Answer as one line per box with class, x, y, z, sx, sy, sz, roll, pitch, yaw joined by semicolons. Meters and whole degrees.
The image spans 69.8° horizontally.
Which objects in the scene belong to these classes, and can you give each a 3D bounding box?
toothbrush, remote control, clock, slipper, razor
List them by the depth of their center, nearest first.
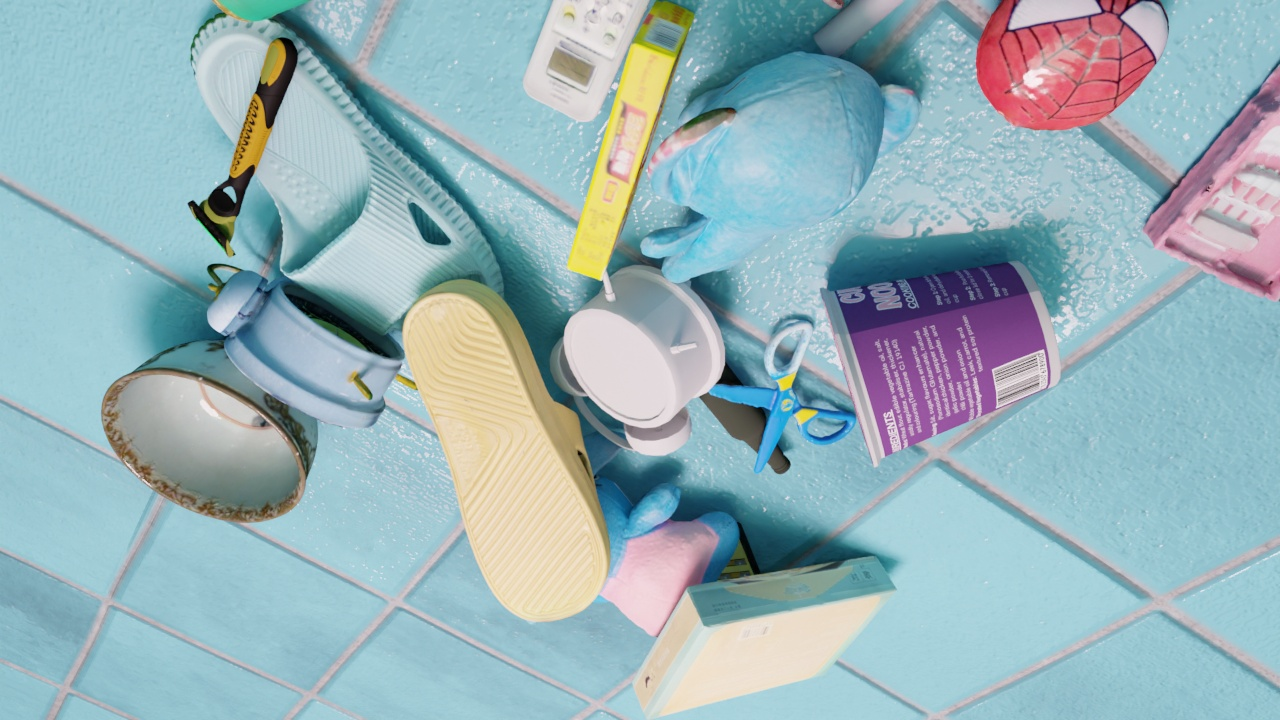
toothbrush;0.169;-0.226;0.474;0.019;0.018;0.188;39;125;-21
remote control;-0.024;-0.203;0.527;0.050;0.022;0.134;25;128;-9
razor;-0.242;-0.133;0.566;0.044;0.021;0.144;44;118;19
slipper;-0.194;-0.101;0.613;0.116;0.069;0.276;-25;119;24
clock;-0.004;0.004;0.647;0.120;0.060;0.160;39;142;12
clock;-0.240;-0.015;0.650;0.162;0.118;0.060;35;96;2
slipper;-0.088;0.063;0.665;0.100;0.078;0.263;-15;107;17
remote control;0.080;0.199;0.827;0.058;0.013;0.133;-11;125;19

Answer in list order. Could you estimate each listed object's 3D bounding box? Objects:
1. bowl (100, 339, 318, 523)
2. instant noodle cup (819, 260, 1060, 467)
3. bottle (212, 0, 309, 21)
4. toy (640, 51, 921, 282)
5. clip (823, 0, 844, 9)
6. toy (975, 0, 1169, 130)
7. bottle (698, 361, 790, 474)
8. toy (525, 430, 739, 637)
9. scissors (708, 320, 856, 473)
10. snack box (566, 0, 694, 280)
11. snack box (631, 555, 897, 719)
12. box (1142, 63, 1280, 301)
bowl;-0.326;0.042;0.733;0.160;0.093;0.160;6;129;7
instant noodle cup;0.194;-0.003;0.595;0.122;0.121;0.137;-17;150;11
bottle;-0.142;-0.245;0.488;0.210;0.067;0.068;-12;125;20
toy;0.065;-0.113;0.540;0.115;0.183;0.181;65;149;12
clip;0.087;-0.213;0.498;0.045;0.023;0.060;-15;122;27
toy;0.232;-0.181;0.472;0.092;0.062;0.133;14;118;-9
bottle;0.076;0.042;0.694;0.033;0.033;0.123;-26;119;27
toy;-0.029;0.166;0.767;0.191;0.098;0.225;23;119;-8
scissors;0.107;0.030;0.671;0.125;0.013;0.126;9;109;-20
snack box;-0.007;-0.129;0.548;0.025;0.075;0.153;19;129;-2
snack box;0.104;0.234;0.775;0.193;0.044;0.142;-3;135;-29
box;0.423;-0.122;0.492;0.179;0.039;0.233;25;128;-3
